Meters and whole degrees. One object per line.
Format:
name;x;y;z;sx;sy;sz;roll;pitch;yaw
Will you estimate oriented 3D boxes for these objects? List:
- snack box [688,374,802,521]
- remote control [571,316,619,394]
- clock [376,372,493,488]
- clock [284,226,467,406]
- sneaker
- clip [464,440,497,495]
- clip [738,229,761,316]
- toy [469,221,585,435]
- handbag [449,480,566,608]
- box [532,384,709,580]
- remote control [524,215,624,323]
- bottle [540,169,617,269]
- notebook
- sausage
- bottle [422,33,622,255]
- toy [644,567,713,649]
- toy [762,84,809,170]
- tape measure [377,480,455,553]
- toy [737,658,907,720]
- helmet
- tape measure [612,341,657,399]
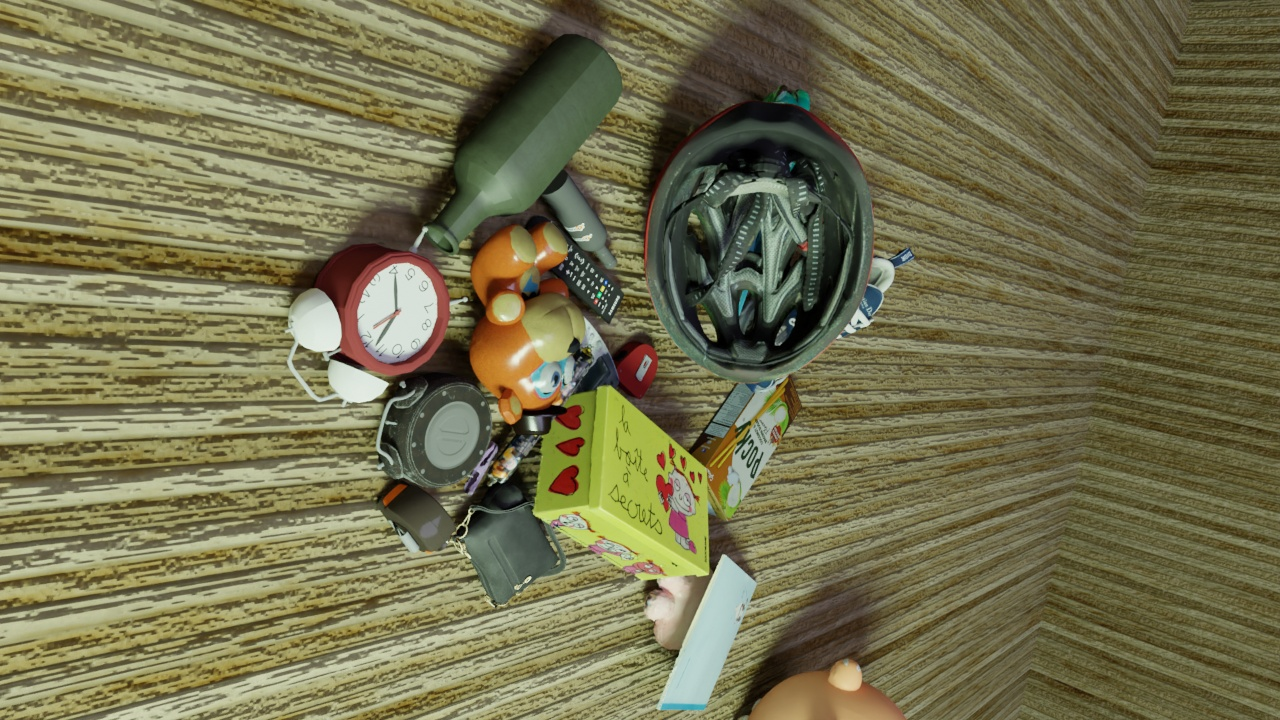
snack box;0.126;0.089;1.109;0.185;0.032;0.101;-53;137;-25
remote control;-0.059;0.000;0.859;0.060;0.028;0.114;-50;136;-26
clock;-0.168;0.054;0.733;0.122;0.044;0.091;17;88;-52
clock;-0.195;-0.029;0.668;0.137;0.048;0.096;-50;135;-29
sneaker;0.213;-0.057;1.063;0.268;0.133;0.103;-40;108;-38
clip;-0.147;0.092;0.798;0.045;0.014;0.051;16;93;-49
clip;0.120;-0.108;1.042;0.120;0.027;0.103;-58;141;-18
toy;-0.095;-0.025;0.754;0.112;0.096;0.176;-32;132;-67
handbag;-0.121;0.167;0.823;0.079;0.054;0.129;-44;135;-27
box;-0.011;0.125;0.879;0.221;0.080;0.124;48;37;-50
remote control;-0.058;-0.080;0.842;0.147;0.015;0.033;42;70;-48
bottle;-0.051;-0.121;0.825;0.030;0.030;0.113;-58;139;-19
notebook;0.087;0.336;1.106;0.181;0.009;0.253;-64;158;-12
sausage;-0.087;0.049;0.814;0.155;0.020;0.020;-54;138;-10
bottle;-0.096;-0.167;0.723;0.206;0.071;0.071;-55;138;-22
toy;0.043;0.276;1.058;0.105;0.053;0.108;44;68;-44
toy;0.170;-0.244;1.024;0.193;0.072;0.130;11;94;-61
tape measure;-0.180;0.132;0.736;0.038;0.059;0.058;-45;130;-28
toy;0.247;0.548;1.233;0.262;0.266;0.281;-48;146;-54
helmet;0.113;-0.113;0.897;0.166;0.217;0.272;-78;173;-70
tape measure;-0.006;0.005;0.932;0.059;0.019;0.051;45;68;-48
